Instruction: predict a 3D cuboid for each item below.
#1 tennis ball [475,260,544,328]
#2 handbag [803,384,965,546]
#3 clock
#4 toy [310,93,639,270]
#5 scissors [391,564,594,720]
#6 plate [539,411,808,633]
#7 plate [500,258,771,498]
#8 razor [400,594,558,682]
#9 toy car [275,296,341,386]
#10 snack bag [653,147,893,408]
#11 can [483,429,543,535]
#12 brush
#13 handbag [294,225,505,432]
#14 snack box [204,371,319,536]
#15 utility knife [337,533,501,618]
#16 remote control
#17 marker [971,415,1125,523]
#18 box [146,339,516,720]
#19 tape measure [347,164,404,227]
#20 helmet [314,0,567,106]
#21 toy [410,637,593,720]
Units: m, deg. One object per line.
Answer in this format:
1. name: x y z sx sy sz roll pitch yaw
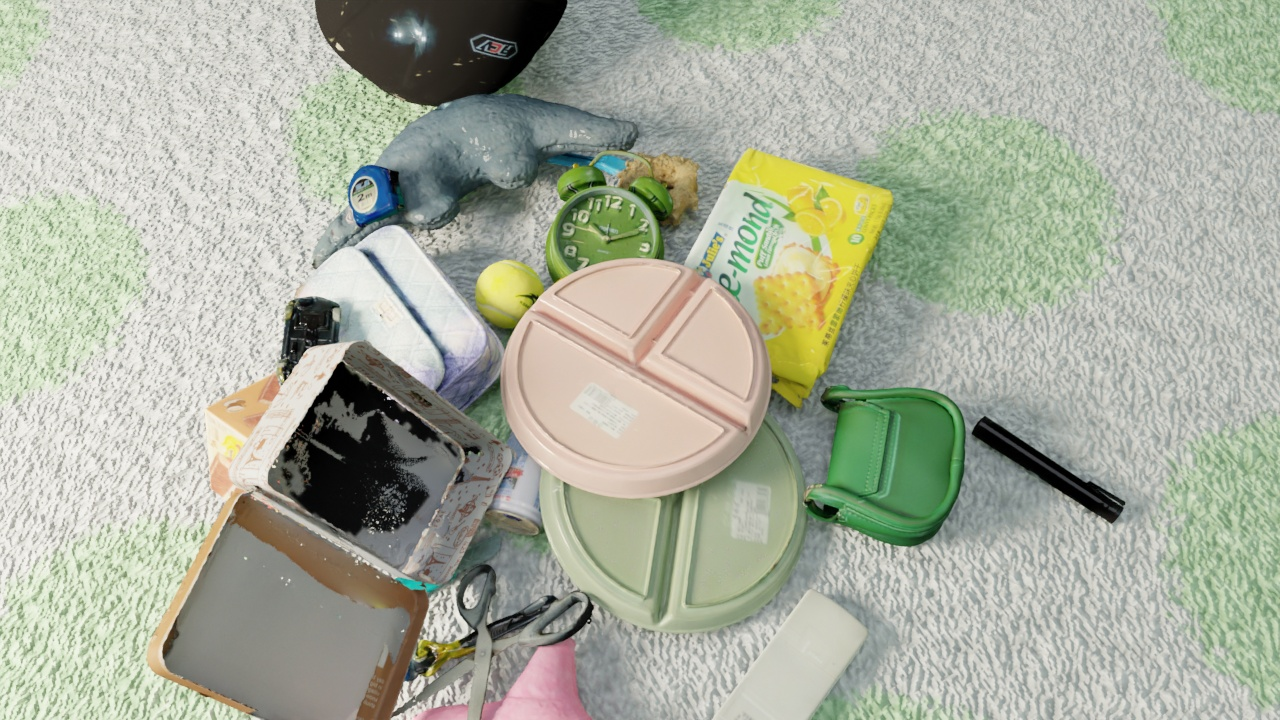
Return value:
1. tennis ball: -0.124 -0.063 0.871 0.065 0.065 0.065 -2 60 3
2. handbag: 0.202 0.084 0.762 0.120 0.068 0.131 11 63 7
3. clock: -0.030 -0.126 0.881 0.116 0.056 0.161 11 78 -2
4. toy: -0.183 -0.199 0.934 0.356 0.091 0.137 -24 66 1
5. scissors: -0.113 0.223 0.696 0.159 0.014 0.176 -13 37 9
6. plate: 0.032 0.107 0.759 0.230 0.028 0.229 4 64 -8
7. plate: -0.005 0.004 0.768 0.229 0.028 0.229 -1 60 1
8. razor: -0.132 0.222 0.735 0.142 0.022 0.042 -21 35 -9
9. toy car: -0.284 -0.012 0.791 0.049 0.031 0.105 4 49 -17
10. snack bag: 0.129 -0.083 0.863 0.158 0.068 0.245 21 65 15
11. can: -0.090 0.080 0.794 0.053 0.053 0.134 12 62 10
12. brush: -0.050 -0.204 0.966 0.255 0.046 0.083 19 67 18
13. handbag: -0.225 -0.029 0.848 0.134 0.075 0.194 -42 64 -3
14. snack box: -0.302 0.080 0.773 0.094 0.093 0.076 29 38 19
15. utility knife: -0.203 0.192 0.761 0.193 0.013 0.029 -25 62 -11
16. remote control: 0.112 0.248 0.703 0.058 0.021 0.149 36 68 21
17. marker: 0.343 0.091 0.776 0.132 0.022 0.020 36 32 21
18. box: -0.225 0.135 0.682 0.088 0.178 0.261 -7 51 45
19. tape measure: -0.253 -0.159 0.880 0.058 0.025 0.054 -16 81 27
20. helmet: -0.209 -0.378 0.954 0.275 0.233 0.230 38 113 36
21. toy: -0.095 0.290 0.666 0.179 0.075 0.194 19 59 26
